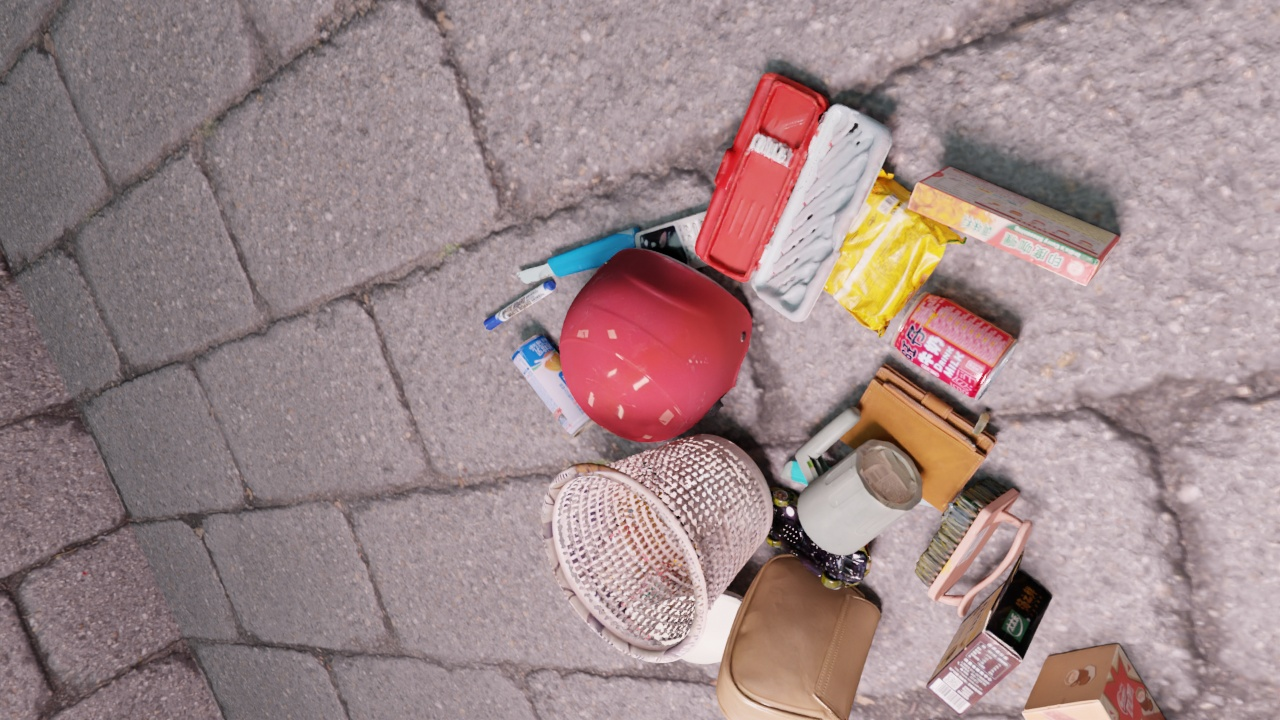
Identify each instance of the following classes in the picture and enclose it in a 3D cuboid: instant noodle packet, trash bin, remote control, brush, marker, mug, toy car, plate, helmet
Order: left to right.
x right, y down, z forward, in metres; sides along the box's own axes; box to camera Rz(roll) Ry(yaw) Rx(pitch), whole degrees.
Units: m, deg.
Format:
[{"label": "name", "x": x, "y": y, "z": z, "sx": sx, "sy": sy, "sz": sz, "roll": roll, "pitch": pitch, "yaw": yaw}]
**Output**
[{"label": "marker", "x": -0.159, "y": -0.072, "z": 1.202, "sx": 0.146, "sy": 0.016, "sz": 0.017, "roll": -26, "pitch": 93, "yaw": 42}, {"label": "helmet", "x": -0.006, "y": 0.006, "z": 1.019, "sx": 0.207, "sy": 0.143, "sz": 0.241, "roll": 31, "pitch": 131, "yaw": 14}, {"label": "trash bin", "x": 0.034, "y": 0.183, "z": 1.011, "sx": 0.228, "sy": 0.191, "sz": 0.228, "roll": 20, "pitch": 121, "yaw": 36}, {"label": "remote control", "x": 0.058, "y": -0.129, "z": 0.999, "sx": 0.150, "sy": 0.021, "sz": 0.058, "roll": -12, "pitch": 102, "yaw": 40}, {"label": "plate", "x": 0.086, "y": 0.322, "z": 1.135, "sx": 0.165, "sy": 0.034, "sz": 0.163, "roll": -22, "pitch": 129, "yaw": 32}, {"label": "toy car", "x": 0.188, "y": 0.194, "z": 1.026, "sx": 0.158, "sy": 0.042, "sz": 0.070, "roll": 30, "pitch": 126, "yaw": 41}, {"label": "mug", "x": 0.212, "y": 0.120, "z": 0.929, "sx": 0.104, "sy": 0.083, "sz": 0.124, "roll": -54, "pitch": 51, "yaw": 49}, {"label": "instant noodle packet", "x": 0.226, "y": -0.103, "z": 0.863, "sx": 0.111, "sy": 0.044, "sz": 0.129, "roll": 45, "pitch": 128, "yaw": 16}, {"label": "brush", "x": 0.324, "y": 0.190, "z": 0.904, "sx": 0.073, "sy": 0.063, "sz": 0.146, "roll": 41, "pitch": 131, "yaw": 31}]

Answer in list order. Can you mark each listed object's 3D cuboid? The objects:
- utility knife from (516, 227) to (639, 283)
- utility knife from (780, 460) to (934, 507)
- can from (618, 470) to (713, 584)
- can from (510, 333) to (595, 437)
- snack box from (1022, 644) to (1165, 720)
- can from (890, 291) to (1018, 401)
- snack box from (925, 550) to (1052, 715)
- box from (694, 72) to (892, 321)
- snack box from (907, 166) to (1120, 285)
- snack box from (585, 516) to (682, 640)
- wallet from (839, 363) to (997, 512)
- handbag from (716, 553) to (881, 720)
[{"label": "utility knife", "x": -0.079, "y": -0.121, "z": 1.112, "sx": 0.209, "sy": 0.018, "sz": 0.034, "roll": -11, "pitch": 104, "yaw": 40}, {"label": "utility knife", "x": 0.233, "y": 0.133, "z": 0.985, "sx": 0.178, "sy": 0.013, "sz": 0.029, "roll": 10, "pitch": 115, "yaw": 31}, {"label": "can", "x": 0.035, "y": 0.207, "z": 1.145, "sx": 0.146, "sy": 0.058, "sz": 0.058, "roll": 48, "pitch": 131, "yaw": 11}, {"label": "can", "x": -0.108, "y": 0.032, "z": 1.183, "sx": 0.134, "sy": 0.053, "sz": 0.053, "roll": 52, "pitch": 132, "yaw": 8}, {"label": "snack box", "x": 0.430, "y": 0.339, "z": 0.867, "sx": 0.077, "sy": 0.092, "sz": 0.094, "roll": -32, "pitch": 88, "yaw": 42}, {"label": "can", "x": 0.285, "y": -0.015, "z": 0.839, "sx": 0.094, "sy": 0.066, "sz": 0.067, "roll": 35, "pitch": 128, "yaw": 21}, {"label": "snack box", "x": 0.341, "y": 0.264, "z": 0.890, "sx": 0.053, "sy": 0.113, "sz": 0.126, "roll": 40, "pitch": 130, "yaw": 17}, {"label": "box", "x": 0.142, "y": -0.157, "z": 0.885, "sx": 0.161, "sy": 0.049, "sz": 0.201, "roll": 38, "pitch": 120, "yaw": 30}, {"label": "snack box", "x": 0.311, "y": -0.116, "z": 0.766, "sx": 0.156, "sy": 0.076, "sz": 0.027, "roll": 31, "pitch": 126, "yaw": 24}, {"label": "snack box", "x": 0.001, "y": 0.287, "z": 1.218, "sx": 0.127, "sy": 0.044, "sz": 0.113, "roll": 46, "pitch": 130, "yaw": 15}, {"label": "wallet", "x": 0.273, "y": 0.075, "z": 0.910, "sx": 0.131, "sy": 0.035, "sz": 0.119, "roll": 38, "pitch": 131, "yaw": 20}, {"label": "handbag", "x": 0.169, "y": 0.316, "z": 0.997, "sx": 0.148, "sy": 0.203, "sz": 0.100, "roll": 20, "pitch": 134, "yaw": 16}]
